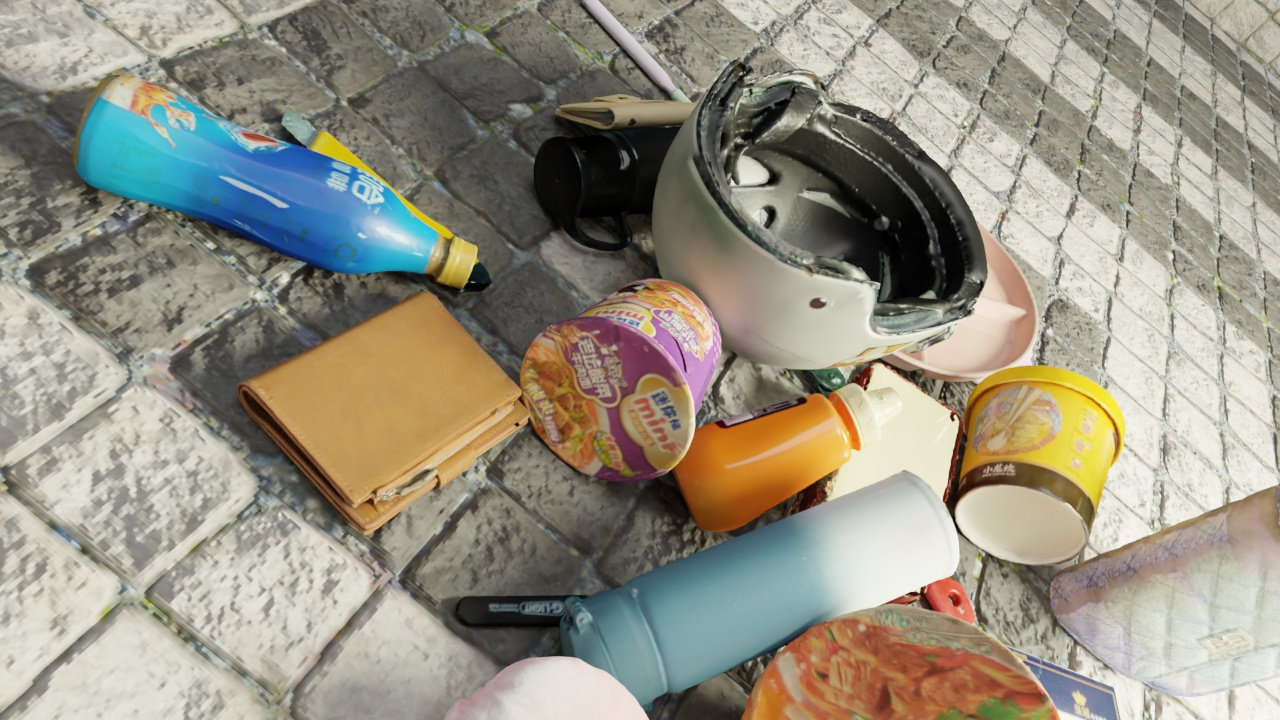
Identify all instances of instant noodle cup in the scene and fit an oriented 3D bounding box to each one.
[{"bbox_3d":[-0.003,0.003,0.572,0.111,0.112,0.099,40,37,-1],"label":"instant noodle cup"},{"bbox_3d":[0.301,0.085,0.706,0.118,0.119,0.114,36,52,-5],"label":"instant noodle cup"},{"bbox_3d":[0.132,0.215,0.456,0.111,0.151,0.151,65,25,-44],"label":"instant noodle cup"}]

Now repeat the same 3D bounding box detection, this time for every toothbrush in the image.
[{"bbox_3d":[0.011,-0.276,0.853,0.021,0.029,0.189,-42,83,-8],"label":"toothbrush"}]

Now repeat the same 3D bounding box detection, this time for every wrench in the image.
[{"bbox_3d":[0.177,0.073,0.697,0.056,0.016,0.273,-5,60,-31],"label":"wrench"}]

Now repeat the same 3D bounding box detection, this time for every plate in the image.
[{"bbox_3d":[0.246,-0.073,0.821,0.229,0.028,0.229,10,52,-13],"label":"plate"}]

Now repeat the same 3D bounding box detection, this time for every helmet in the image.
[{"bbox_3d":[0.114,-0.084,0.672,0.273,0.157,0.230,-10,66,-47],"label":"helmet"}]

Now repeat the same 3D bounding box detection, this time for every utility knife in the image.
[{"bbox_3d":[-0.170,-0.105,0.604,0.181,0.015,0.033,42,40,2],"label":"utility knife"}]

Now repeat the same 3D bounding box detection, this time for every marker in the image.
[{"bbox_3d":[-0.041,0.137,0.504,0.124,0.015,0.018,8,50,-27],"label":"marker"}]

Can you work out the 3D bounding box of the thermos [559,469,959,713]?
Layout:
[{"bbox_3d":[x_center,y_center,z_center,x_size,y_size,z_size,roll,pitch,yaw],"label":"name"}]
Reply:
[{"bbox_3d":[0.063,0.126,0.496,0.220,0.070,0.070,-19,67,-14],"label":"thermos"}]

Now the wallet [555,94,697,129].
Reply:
[{"bbox_3d":[-0.005,-0.205,0.755,0.115,0.024,0.087,-16,24,-38],"label":"wallet"}]

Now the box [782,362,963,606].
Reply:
[{"bbox_3d":[0.159,0.082,0.621,0.091,0.076,0.167,32,50,-2],"label":"box"}]

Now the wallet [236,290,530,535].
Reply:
[{"bbox_3d":[-0.137,0.024,0.516,0.108,0.031,0.131,45,45,8],"label":"wallet"}]

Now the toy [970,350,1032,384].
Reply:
[{"bbox_3d":[0.329,-0.005,0.843,0.084,0.039,0.107,24,47,-4],"label":"toy"}]

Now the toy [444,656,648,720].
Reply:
[{"bbox_3d":[-0.029,0.212,0.414,0.159,0.054,0.121,42,73,-4],"label":"toy"}]

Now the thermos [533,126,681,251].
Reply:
[{"bbox_3d":[0.031,-0.143,0.740,0.241,0.069,0.090,-15,97,-38],"label":"thermos"}]

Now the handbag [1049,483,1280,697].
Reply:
[{"bbox_3d":[0.414,0.170,0.653,0.134,0.194,0.075,37,47,-4],"label":"handbag"}]

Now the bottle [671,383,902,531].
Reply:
[{"bbox_3d":[0.094,0.053,0.576,0.149,0.067,0.066,-23,67,-2],"label":"bottle"}]

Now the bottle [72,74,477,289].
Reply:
[{"bbox_3d":[-0.203,-0.093,0.537,0.218,0.065,0.065,21,48,-20],"label":"bottle"}]

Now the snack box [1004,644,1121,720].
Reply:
[{"bbox_3d":[0.228,0.267,0.560,0.178,0.046,0.182,24,47,-17],"label":"snack box"}]
